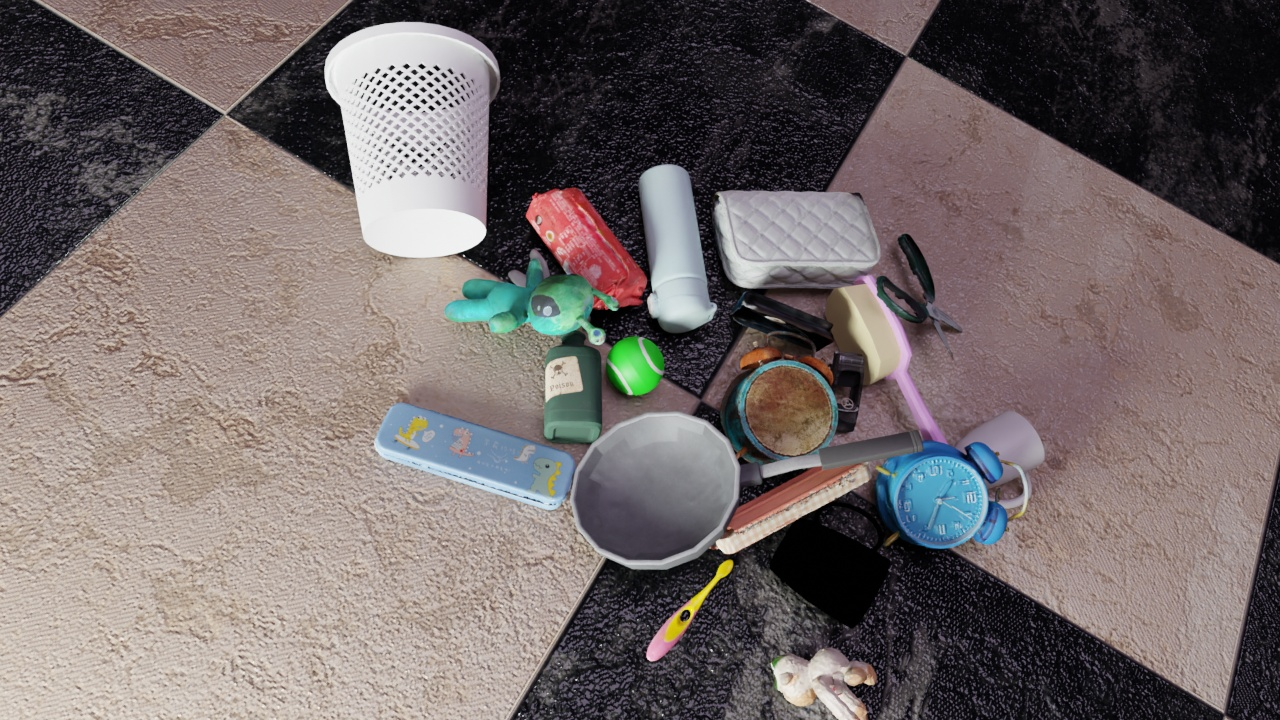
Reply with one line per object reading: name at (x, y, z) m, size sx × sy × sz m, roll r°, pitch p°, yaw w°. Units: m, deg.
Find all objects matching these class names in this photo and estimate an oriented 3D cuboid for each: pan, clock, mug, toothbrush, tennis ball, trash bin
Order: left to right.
trash bin at (-0.249, -0.234, 1.033) m, size 0.195 × 0.196 × 0.199 m, roll -4°, pitch 75°, yaw -13°
tennis ball at (-0.006, 0.006, 1.021) m, size 0.065 × 0.065 × 0.065 m, roll 4°, pitch 64°, yaw -9°
toothbrush at (0.052, 0.256, 0.943) m, size 0.021 × 0.016 × 0.135 m, roll 42°, pitch 67°, yaw 8°
pan at (0.105, 0.119, 0.934) m, size 0.357 × 0.041 × 0.178 m, roll -12°, pitch 51°, yaw 9°
clock at (0.157, 0.044, 1.028) m, size 0.121 × 0.073 × 0.157 m, roll 13°, pitch 75°, yaw -8°
mug at (0.200, 0.202, 0.954) m, size 0.104 × 0.084 × 0.112 m, roll 29°, pitch 83°, yaw 11°
clock at (0.336, 0.145, 0.994) m, size 0.161 × 0.060 × 0.117 m, roll -9°, pitch 92°, yaw 4°
mug at (0.408, 0.125, 1.054) m, size 0.089 × 0.071 × 0.107 m, roll -26°, pitch 100°, yaw -10°

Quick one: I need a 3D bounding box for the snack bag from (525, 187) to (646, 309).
snack bag at (-0.064, -0.134, 1.068) m, size 0.082 × 0.082 × 0.176 m, roll -30°, pitch 75°, yaw -23°

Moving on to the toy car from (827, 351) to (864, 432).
toy car at (0.234, 0.037, 1.055) m, size 0.040 × 0.037 × 0.092 m, roll 7°, pitch 96°, yaw -9°

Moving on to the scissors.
scissors at (0.330, -0.095, 1.117) m, size 0.201 × 0.015 × 0.201 m, roll 23°, pitch 44°, yaw -40°

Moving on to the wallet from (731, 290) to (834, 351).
wallet at (0.165, -0.047, 1.066) m, size 0.115 × 0.089 × 0.026 m, roll 22°, pitch 82°, yaw -1°

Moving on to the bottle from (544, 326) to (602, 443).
bottle at (-0.074, 0.020, 1.003) m, size 0.061 × 0.061 × 0.131 m, roll 2°, pitch 64°, yaw -8°

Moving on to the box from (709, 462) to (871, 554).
box at (0.153, 0.150, 0.969) m, size 0.187 × 0.085 × 0.048 m, roll -25°, pitch 98°, yaw -11°

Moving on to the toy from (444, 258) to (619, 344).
toy at (-0.118, -0.058, 1.008) m, size 0.194 × 0.072 × 0.130 m, roll 5°, pitch 42°, yaw 21°

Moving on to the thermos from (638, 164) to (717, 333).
thermos at (0.040, -0.133, 1.097) m, size 0.078 × 0.065 × 0.206 m, roll -1°, pitch 65°, yaw -12°

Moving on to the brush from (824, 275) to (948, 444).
brush at (0.285, 0.011, 1.066) m, size 0.043 × 0.089 × 0.228 m, roll -17°, pitch 71°, yaw -14°

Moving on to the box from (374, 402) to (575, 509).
box at (-0.172, 0.098, 0.962) m, size 0.209 × 0.037 × 0.065 m, roll 18°, pitch 60°, yaw -3°

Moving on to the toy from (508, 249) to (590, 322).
toy at (-0.104, -0.077, 1.062) m, size 0.049 × 0.030 × 0.111 m, roll -44°, pitch 82°, yaw 3°

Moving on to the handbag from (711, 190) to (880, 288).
handbag at (0.189, -0.150, 1.134) m, size 0.194 × 0.073 × 0.138 m, roll 0°, pitch 56°, yaw -11°

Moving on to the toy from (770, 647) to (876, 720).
toy at (0.177, 0.322, 0.904) m, size 0.106 × 0.085 × 0.074 m, roll 14°, pitch 92°, yaw 17°
